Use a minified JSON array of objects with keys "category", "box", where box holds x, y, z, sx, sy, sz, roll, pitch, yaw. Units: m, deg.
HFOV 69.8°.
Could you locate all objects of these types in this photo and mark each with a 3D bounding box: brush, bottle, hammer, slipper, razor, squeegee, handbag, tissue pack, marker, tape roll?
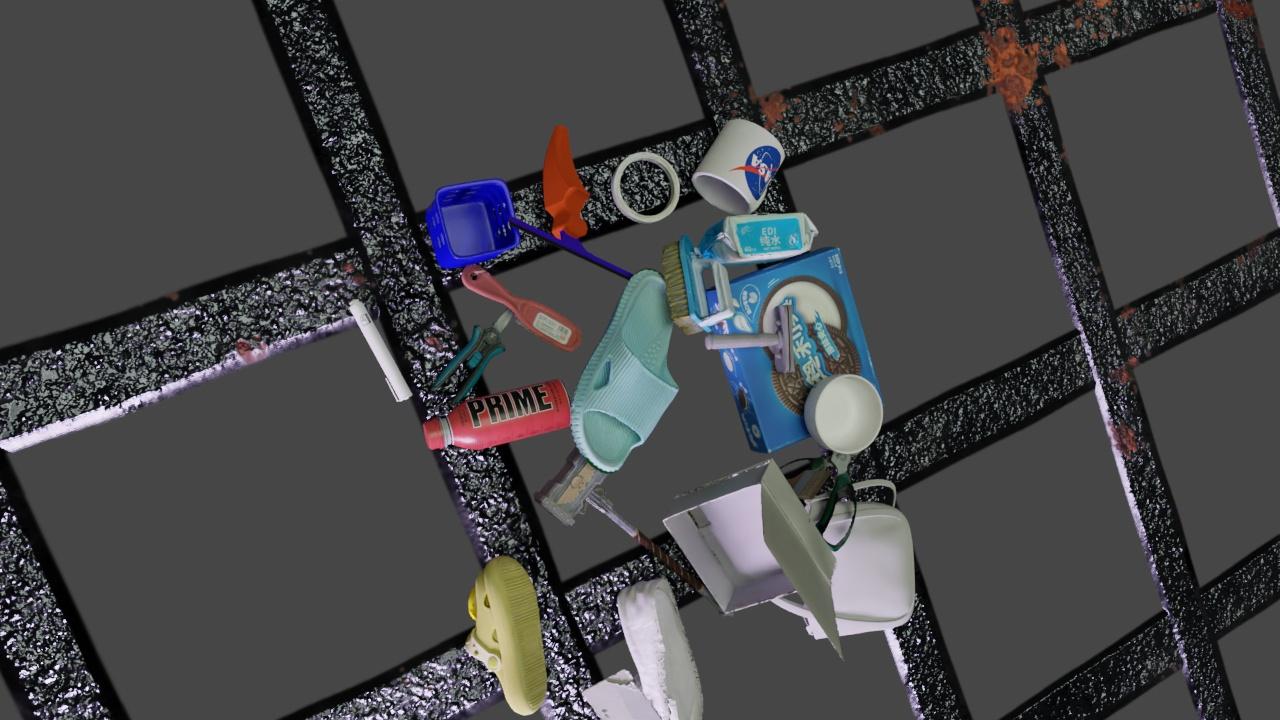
[{"category":"brush","box":[0.192,0.163,1.207,0.008,0.143,0.045,46,67,-15]},{"category":"bottle","box":[-0.174,0.071,1.119,0.176,0.062,0.062,-13,94,-20]},{"category":"brush","box":[0.074,-0.106,1.184,0.055,0.075,0.135,36,39,-55]},{"category":"hammer","box":[0.011,0.240,1.198,0.322,0.044,0.098,43,76,-17]},{"category":"brush","box":[-0.150,-0.063,1.141,0.172,0.030,0.040,33,67,-20]},{"category":"slipper","box":[-0.168,0.335,1.118,0.082,0.091,0.190,-15,84,20]},{"category":"slipper","box":[-0.007,0.007,1.150,0.116,0.070,0.275,33,66,-32]},{"category":"razor","box":[0.141,-0.026,1.189,0.116,0.047,0.088,-2,91,-11]},{"category":"squeegee","box":[-0.094,-0.208,1.144,0.249,0.055,0.184,19,60,-53]},{"category":"handbag","box":[0.264,0.276,1.282,0.222,0.096,0.215,-1,87,-8]},{"category":"tissue pack","box":[0.152,-0.162,1.223,0.144,0.093,0.061,-8,89,-20]},{"category":"slipper","box":[0.025,0.403,1.183,0.112,0.075,0.247,-23,101,-50]},{"category":"marker","box":[-0.312,-0.012,1.094,0.020,0.017,0.133,-30,99,-19]},{"category":"tape roll","box":[0.007,-0.228,1.214,0.093,0.013,0.093,0,90,-20]}]

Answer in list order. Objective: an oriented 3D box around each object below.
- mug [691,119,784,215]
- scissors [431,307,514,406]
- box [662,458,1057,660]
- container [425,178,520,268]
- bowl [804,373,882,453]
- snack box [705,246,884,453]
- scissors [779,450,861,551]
[{"category":"mug","box":[0.136,-0.248,1.228,0.090,0.091,0.121,-58,141,-12]},{"category":"scissors","box":[-0.197,-0.004,1.135,0.128,0.019,0.138,-5,88,-26]},{"category":"box","box":[0.206,0.218,1.021,0.148,0.507,0.167,-38,101,-21]},{"category":"container","box":[-0.201,-0.159,1.084,0.085,0.114,0.084,-14,94,-20]},{"category":"bowl","box":[0.265,0.069,1.222,0.104,0.054,0.105,-1,95,-19]},{"category":"snack box","box":[0.211,-0.016,1.262,0.195,0.056,0.239,-20,97,-18]},{"category":"scissors","box":[0.244,0.150,1.275,0.155,0.015,0.209,17,65,13]}]
